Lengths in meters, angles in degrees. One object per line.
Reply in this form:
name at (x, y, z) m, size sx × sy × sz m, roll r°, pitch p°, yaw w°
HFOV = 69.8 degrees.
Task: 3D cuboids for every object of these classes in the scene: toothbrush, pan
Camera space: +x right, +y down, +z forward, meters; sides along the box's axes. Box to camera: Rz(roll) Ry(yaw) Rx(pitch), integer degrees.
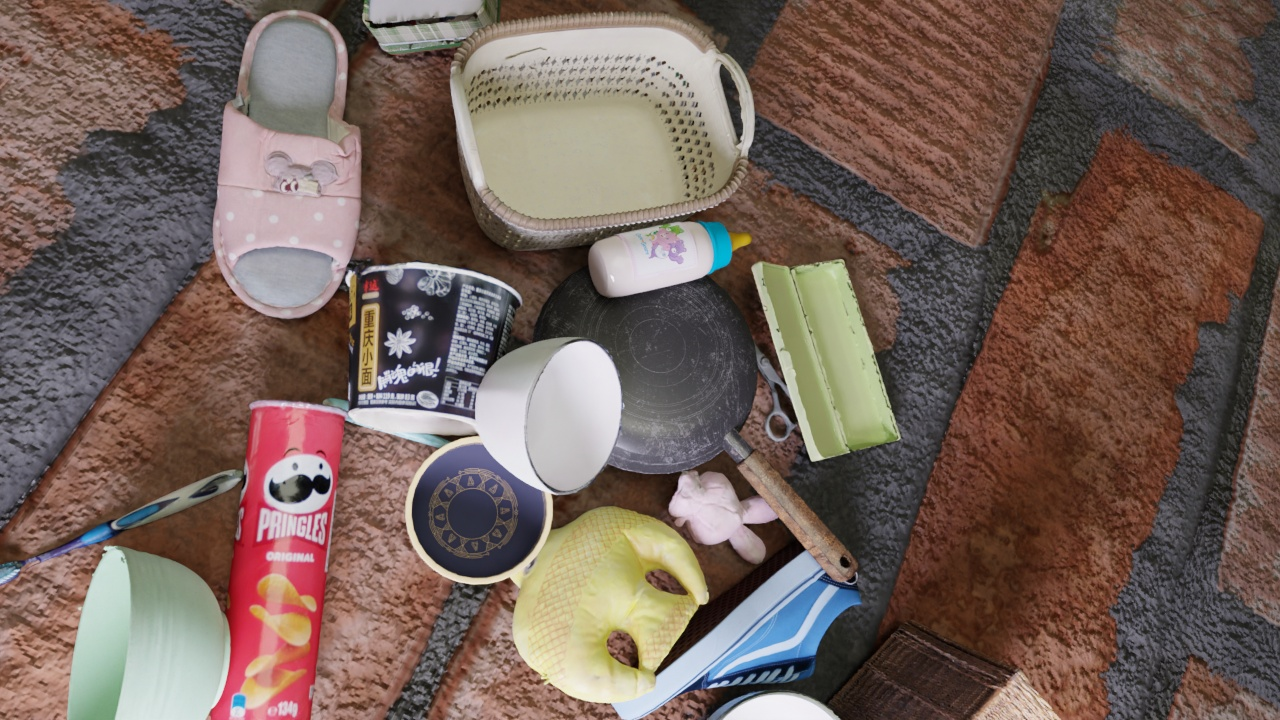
toothbrush at (-0.173, 0.064, 0.756) m, size 0.180 × 0.017 × 0.016 m, roll 20°, pitch 68°, yaw -11°
toothbrush at (-0.387, 0.122, 0.674) m, size 0.188 × 0.017 × 0.016 m, roll -24°, pitch 85°, yaw -20°
pan at (0.062, 0.050, 0.773) m, size 0.357 × 0.040 × 0.207 m, roll 46°, pitch 64°, yaw 7°

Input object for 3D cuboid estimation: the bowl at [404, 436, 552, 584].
bowl at (-0.131, 0.120, 0.730) m, size 0.112 × 0.061 × 0.112 m, roll 4°, pitch 76°, yaw -16°

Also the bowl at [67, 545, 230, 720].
bowl at (-0.327, 0.202, 0.617) m, size 0.077 × 0.151 × 0.150 m, roll 13°, pitch 72°, yaw -40°

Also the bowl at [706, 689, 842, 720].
bowl at (0.100, 0.344, 0.743) m, size 0.153 × 0.073 × 0.153 m, roll 4°, pitch 76°, yaw -16°

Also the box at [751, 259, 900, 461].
box at (0.168, -0.003, 0.855) m, size 0.140 × 0.044 × 0.187 m, roll -8°, pitch 78°, yaw -45°

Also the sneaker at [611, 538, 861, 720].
sneaker at (0.094, 0.243, 0.762) m, size 0.240 × 0.084 × 0.098 m, roll -30°, pitch 87°, yaw -24°

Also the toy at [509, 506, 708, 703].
toy at (-0.034, 0.186, 0.729) m, size 0.155 × 0.065 × 0.170 m, roll 26°, pitch 49°, yaw 16°

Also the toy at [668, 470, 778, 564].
toy at (0.071, 0.134, 0.800) m, size 0.110 × 0.047 × 0.063 m, roll 27°, pitch 73°, yaw -20°

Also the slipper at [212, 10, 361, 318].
slipper at (-0.288, -0.169, 0.754) m, size 0.114 × 0.055 × 0.274 m, roll 1°, pitch 77°, yaw -17°

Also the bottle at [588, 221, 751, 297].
bottle at (0.030, -0.090, 0.770) m, size 0.146 × 0.051 × 0.051 m, roll -15°, pitch 82°, yaw -21°

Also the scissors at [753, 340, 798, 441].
scissors at (0.130, 0.010, 0.864) m, size 0.094 × 0.014 × 0.170 m, roll -10°, pitch 82°, yaw -21°

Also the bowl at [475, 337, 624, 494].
bowl at (-0.072, 0.038, 0.685) m, size 0.116 × 0.066 × 0.116 m, roll -14°, pitch 108°, yaw -54°

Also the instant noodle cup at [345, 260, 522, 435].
instant noodle cup at (-0.165, -0.003, 0.708) m, size 0.137 × 0.137 × 0.112 m, roll 8°, pitch 75°, yaw -15°

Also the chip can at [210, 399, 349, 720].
chip can at (-0.266, 0.149, 0.677) m, size 0.073 × 0.073 × 0.232 m, roll 6°, pitch 76°, yaw -16°

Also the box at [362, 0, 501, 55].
box at (-0.178, -0.377, 0.819) m, size 0.118 × 0.050 × 0.205 m, roll -3°, pitch 76°, yaw 8°

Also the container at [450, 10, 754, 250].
container at (-0.042, -0.187, 0.788) m, size 0.245 × 0.143 × 0.184 m, roll -10°, pitch 80°, yaw -20°

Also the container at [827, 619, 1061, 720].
container at (0.250, 0.303, 0.733) m, size 0.112 × 0.199 × 0.114 m, roll -39°, pitch 92°, yaw -10°
